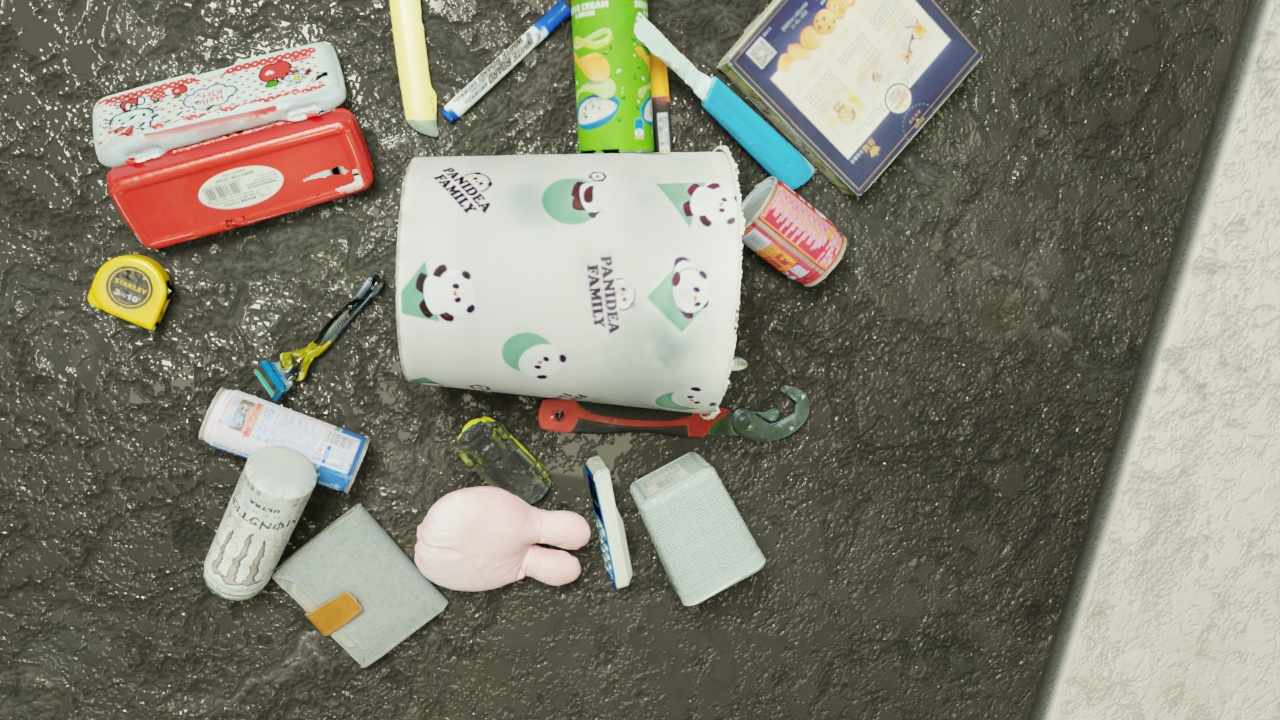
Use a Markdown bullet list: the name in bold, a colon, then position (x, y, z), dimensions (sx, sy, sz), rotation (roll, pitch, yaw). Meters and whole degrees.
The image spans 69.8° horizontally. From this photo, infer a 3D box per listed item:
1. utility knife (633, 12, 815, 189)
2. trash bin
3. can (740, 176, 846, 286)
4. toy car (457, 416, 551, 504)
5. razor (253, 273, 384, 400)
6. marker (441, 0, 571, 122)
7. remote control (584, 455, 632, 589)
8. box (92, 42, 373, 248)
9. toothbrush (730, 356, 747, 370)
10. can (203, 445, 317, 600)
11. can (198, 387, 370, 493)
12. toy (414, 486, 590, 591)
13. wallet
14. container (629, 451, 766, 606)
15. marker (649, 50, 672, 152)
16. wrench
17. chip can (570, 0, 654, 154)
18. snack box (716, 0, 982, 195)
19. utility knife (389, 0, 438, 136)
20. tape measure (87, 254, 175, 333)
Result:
- **utility knife**: position (0.077, -0.228, 0.823), dimensions (0.234, 0.018, 0.034), rotation (34, 96, -33)
- **trash bin**: position (-0.062, -0.070, 0.760), dimensions (0.252, 0.229, 0.230), rotation (3, 100, -7)
- **can**: position (0.140, -0.120, 0.864), dimensions (0.094, 0.066, 0.066), rotation (35, 92, -15)
- **toy car**: position (-0.129, 0.095, 0.867), dimensions (0.048, 0.032, 0.105), rotation (-39, 117, 3)
- **razor**: position (-0.280, -0.025, 0.819), dimensions (0.142, 0.022, 0.042), rotation (-45, 62, -4)
- **marker**: position (-0.118, -0.263, 0.809), dimensions (0.146, 0.017, 0.017), rotation (-43, 106, -1)
- **remote control**: position (-0.031, 0.157, 0.890), dimensions (0.024, 0.049, 0.125), rotation (-14, 103, -12)
- **box**: position (-0.337, -0.184, 0.768), dimensions (0.201, 0.100, 0.110), rotation (-18, 139, -9)
- **toothbrush**: position (-0.005, 0.005, 0.878), dimensions (0.224, 0.027, 0.026), rotation (-1, 114, -11)
- **can**: position (-0.330, 0.142, 0.792), dimensions (0.058, 0.058, 0.147), rotation (26, 120, -15)
- **can**: position (-0.313, 0.071, 0.812), dimensions (0.134, 0.053, 0.053), rotation (23, 95, -15)
- **toy**: position (-0.130, 0.173, 0.863), dimensions (0.159, 0.054, 0.121), rotation (10, 120, -13)
- **wallet**: position (-0.263, 0.215, 0.859), dimensions (0.106, 0.037, 0.130), rotation (-38, 105, -4)
- **container**: position (0.050, 0.158, 0.889), dimensions (0.090, 0.090, 0.111), rotation (-28, 101, -6)
- **marker**: position (0.019, -0.225, 0.847), dimensions (0.018, 0.015, 0.124), rotation (-8, 105, -9)
- **wrench**: position (0.036, 0.055, 0.902), dimensions (0.273, 0.016, 0.056), rotation (-1, 101, -12)
- **chip can**: position (-0.026, -0.296, 0.795), dimensions (0.072, 0.072, 0.236), rotation (-5, 102, -11)
- **snack box**: position (0.196, -0.280, 0.857), dimensions (0.182, 0.046, 0.178), rotation (41, 90, -16)
- **utility knife**: position (-0.198, -0.294, 0.785), dimensions (0.031, 0.021, 0.202), rotation (-8, 109, -16)
- **tape measure**: position (-0.428, -0.061, 0.776), dimensions (0.060, 0.029, 0.057), rotation (24, 96, -15)
